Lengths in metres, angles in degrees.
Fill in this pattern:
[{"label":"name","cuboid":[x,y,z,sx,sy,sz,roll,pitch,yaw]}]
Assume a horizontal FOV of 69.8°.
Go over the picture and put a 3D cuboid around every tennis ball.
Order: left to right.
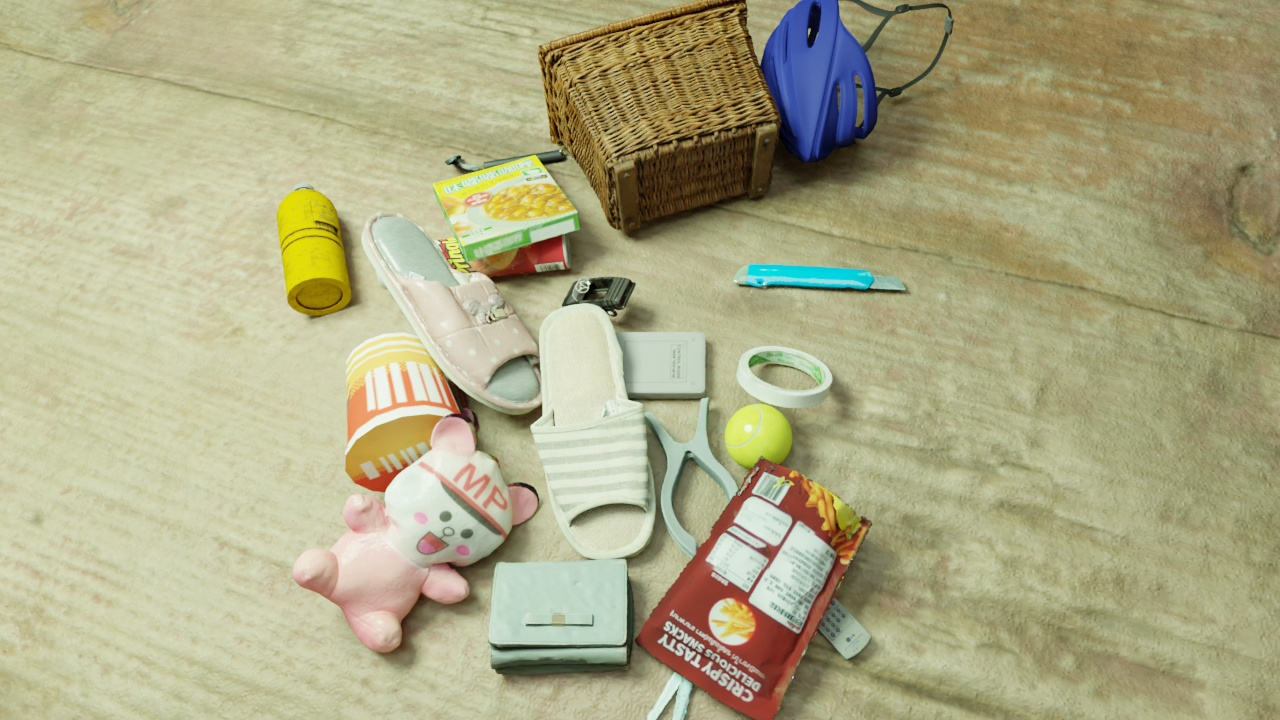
[{"label":"tennis ball","cuboid":[0.115,0.075,0.895,0.065,0.065,0.065,-3,61,5]}]

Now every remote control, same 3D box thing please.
[{"label":"remote control","cuboid":[-0.006,0.006,0.974,0.151,0.019,0.074,0,61,5]},{"label":"remote control","cuboid":[0.153,0.214,0.843,0.033,0.013,0.136,-38,63,-12]}]

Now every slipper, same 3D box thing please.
[{"label":"slipper","cuboid":[-0.191,-0.059,0.961,0.274,0.055,0.113,49,34,9]},{"label":"slipper","cuboid":[-0.050,0.063,0.915,0.114,0.054,0.272,-15,67,6]}]

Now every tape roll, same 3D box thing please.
[{"label":"tape roll","cuboid":[0.145,0.016,0.927,0.094,0.018,0.093,6,31,-4]}]

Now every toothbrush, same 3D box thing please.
[{"label":"toothbrush","cuboid":[-0.208,-0.003,1.003,0.016,0.016,0.189,-20,61,-4]}]

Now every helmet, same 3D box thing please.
[{"label":"helmet","cuboid":[0.252,-0.334,1.059,0.228,0.148,0.241,-6,60,8]}]

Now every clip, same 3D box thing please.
[{"label":"clip","cuboid":[0.071,0.111,0.904,0.115,0.028,0.163,-14,62,-2]}]

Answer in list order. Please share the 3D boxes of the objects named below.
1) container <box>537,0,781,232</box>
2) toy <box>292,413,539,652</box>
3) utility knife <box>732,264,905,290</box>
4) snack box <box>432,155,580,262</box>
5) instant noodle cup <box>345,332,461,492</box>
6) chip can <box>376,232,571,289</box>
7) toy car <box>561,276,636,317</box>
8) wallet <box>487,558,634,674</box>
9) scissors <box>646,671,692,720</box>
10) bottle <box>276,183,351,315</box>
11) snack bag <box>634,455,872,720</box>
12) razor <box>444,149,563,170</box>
[{"label":"container","cuboid":[0.034,-0.272,1.045,0.250,0.162,0.183,-18,65,-8]},{"label":"toy","cuboid":[-0.208,0.161,0.866,0.213,0.084,0.142,-45,103,-12]},{"label":"utility knife","cuboid":[0.195,-0.089,1.007,0.186,0.015,0.031,4,64,12]},{"label":"snack box","cuboid":[-0.156,-0.177,1.049,0.131,0.027,0.168,-19,39,-13]},{"label":"instant noodle cup","cuboid":[-0.242,0.048,0.926,0.123,0.123,0.121,-20,53,-5]},{"label":"chip can","cuboid":[-0.189,-0.118,1.045,0.215,0.052,0.051,-6,60,3]},{"label":"toy car","cuboid":[-0.048,-0.072,0.997,0.092,0.037,0.040,0,56,44]},{"label":"wallet","cuboid":[-0.072,0.233,0.840,0.131,0.054,0.100,-2,61,-1]},{"label":"scissors","cuboid":[0.038,0.266,0.829,0.093,0.032,0.174,29,64,17]},{"label":"bottle","cuboid":[-0.382,-0.139,1.068,0.071,0.071,0.163,-17,61,-4]},{"label":"snack bag","cuboid":[0.104,0.199,0.817,0.139,0.067,0.207,29,74,19]},{"label":"razor","cuboid":[-0.167,-0.246,1.133,0.144,0.022,0.042,-4,16,0]}]
